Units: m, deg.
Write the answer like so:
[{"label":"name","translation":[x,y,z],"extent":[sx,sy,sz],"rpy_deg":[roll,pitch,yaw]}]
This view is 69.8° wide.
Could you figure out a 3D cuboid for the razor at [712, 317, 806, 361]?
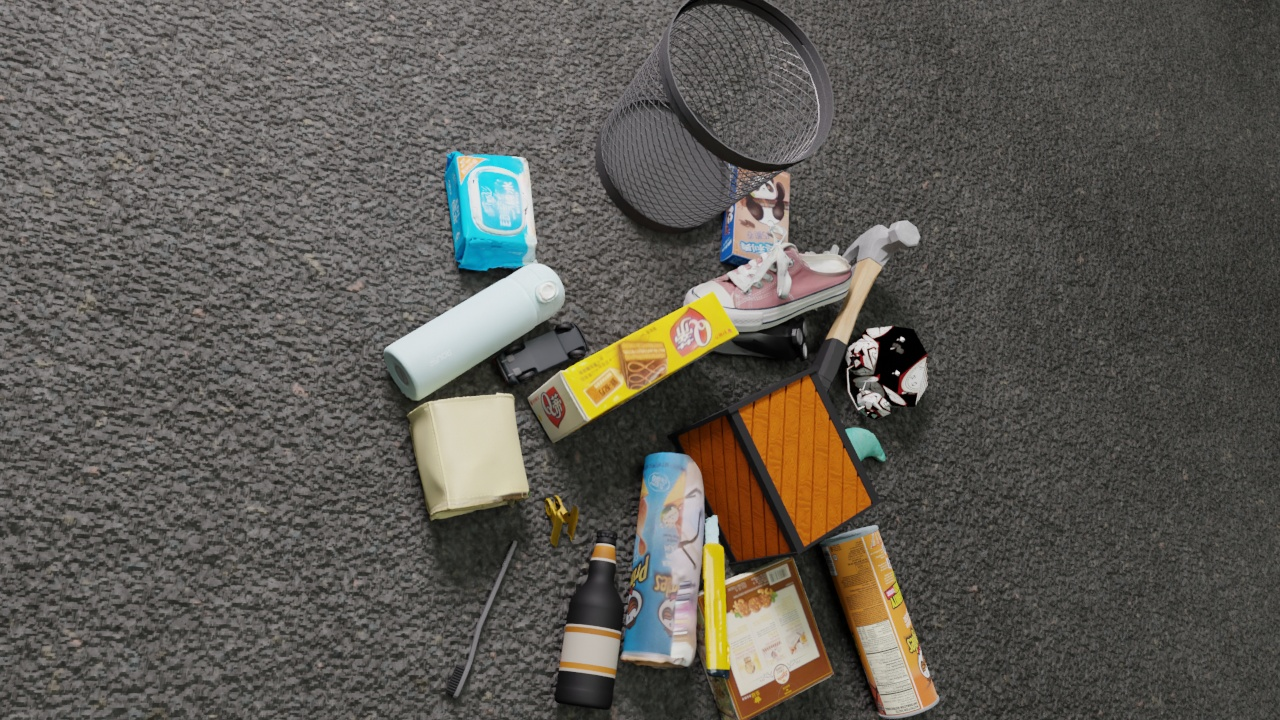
[{"label":"razor","translation":[0.141,-0.029,1.171],"extent":[0.156,0.060,0.057],"rpy_deg":[1,84,-6]}]

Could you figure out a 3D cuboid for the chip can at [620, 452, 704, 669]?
[{"label":"chip can","translation":[0.030,0.221,1.018],"extent":[0.079,0.080,0.229],"rpy_deg":[15,68,-22]}]

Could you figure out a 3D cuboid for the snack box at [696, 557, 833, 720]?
[{"label":"snack box","translation":[0.136,0.320,1.060],"extent":[0.143,0.041,0.147],"rpy_deg":[-15,81,-30]}]

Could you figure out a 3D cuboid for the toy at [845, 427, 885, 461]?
[{"label":"toy","translation":[0.279,0.133,1.201],"extent":[0.085,0.033,0.105],"rpy_deg":[49,58,-19]}]

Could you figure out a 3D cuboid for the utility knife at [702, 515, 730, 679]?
[{"label":"utility knife","translation":[0.084,0.260,1.019],"extent":[0.030,0.017,0.178],"rpy_deg":[10,69,-26]}]

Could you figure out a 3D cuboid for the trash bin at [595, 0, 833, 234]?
[{"label":"trash bin","translation":[0.076,-0.285,1.114],"extent":[0.217,0.228,0.217],"rpy_deg":[8,70,-25]}]

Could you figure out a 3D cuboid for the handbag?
[{"label":"handbag","translation":[-0.175,0.101,0.953],"extent":[0.111,0.081,0.119],"rpy_deg":[-5,75,-36]}]

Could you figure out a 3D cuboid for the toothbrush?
[{"label":"toothbrush","translation":[-0.160,0.263,0.944],"extent":[0.013,0.013,0.167],"rpy_deg":[26,64,-9]}]

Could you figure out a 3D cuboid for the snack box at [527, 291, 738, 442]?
[{"label":"snack box","translation":[-0.006,0.006,1.048],"extent":[0.229,0.110,0.061],"rpy_deg":[-29,87,-31]}]

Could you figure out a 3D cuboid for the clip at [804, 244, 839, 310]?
[{"label":"clip","translation":[0.244,-0.127,1.260],"extent":[0.058,0.050,0.101],"rpy_deg":[34,60,-28]}]

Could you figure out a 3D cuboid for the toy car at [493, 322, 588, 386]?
[{"label":"toy car","translation":[-0.112,-0.007,1.042],"extent":[0.111,0.034,0.046],"rpy_deg":[-25,86,-30]}]

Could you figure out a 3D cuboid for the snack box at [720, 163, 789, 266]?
[{"label":"snack box","translation":[0.156,-0.194,1.240],"extent":[0.087,0.034,0.151],"rpy_deg":[14,69,-24]}]

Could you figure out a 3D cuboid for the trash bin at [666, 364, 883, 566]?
[{"label":"trash bin","translation":[0.155,0.125,1.074],"extent":[0.139,0.140,0.172],"rpy_deg":[-23,85,-31]}]

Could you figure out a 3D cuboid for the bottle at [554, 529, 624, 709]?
[{"label":"bottle","translation":[-0.048,0.271,0.971],"extent":[0.059,0.059,0.181],"rpy_deg":[17,67,-22]}]

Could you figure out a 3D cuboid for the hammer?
[{"label":"hammer","translation":[0.263,-0.035,1.208],"extent":[0.039,0.131,0.327],"rpy_deg":[32,72,-15]}]

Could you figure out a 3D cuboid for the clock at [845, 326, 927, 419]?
[{"label":"clock","translation":[0.329,0.016,1.225],"extent":[0.154,0.065,0.115],"rpy_deg":[-24,101,-38]}]

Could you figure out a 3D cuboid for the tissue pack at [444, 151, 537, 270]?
[{"label":"tissue pack","translation":[-0.169,-0.172,1.050],"extent":[0.092,0.062,0.144],"rpy_deg":[-2,75,-28]}]

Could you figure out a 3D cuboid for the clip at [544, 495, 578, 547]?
[{"label":"clip","translation":[-0.085,0.170,0.997],"extent":[0.045,0.054,0.048],"rpy_deg":[11,43,-3]}]

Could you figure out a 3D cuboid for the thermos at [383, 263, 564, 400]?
[{"label":"thermos","translation":[-0.175,-0.036,0.997],"extent":[0.206,0.078,0.065],"rpy_deg":[-35,103,-29]}]

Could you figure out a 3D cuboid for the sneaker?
[{"label":"sneaker","translation":[0.167,-0.105,1.157],"extent":[0.240,0.088,0.118],"rpy_deg":[-16,40,-21]}]

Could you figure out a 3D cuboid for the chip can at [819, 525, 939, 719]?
[{"label":"chip can","translation":[0.290,0.317,1.121],"extent":[0.075,0.075,0.215],"rpy_deg":[-13,80,-30]}]
